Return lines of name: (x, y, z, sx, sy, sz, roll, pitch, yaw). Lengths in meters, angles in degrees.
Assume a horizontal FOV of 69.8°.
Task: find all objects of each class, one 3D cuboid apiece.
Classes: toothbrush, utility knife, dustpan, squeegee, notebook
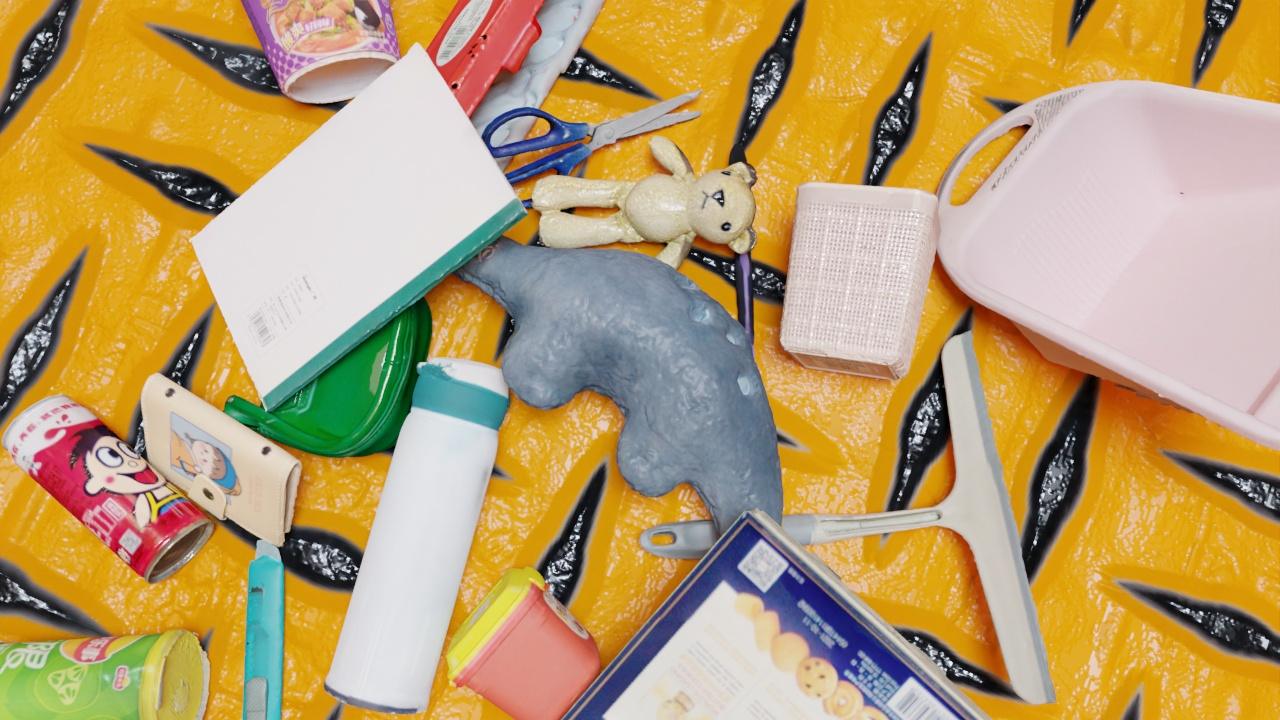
toothbrush: (0.074, -0.063, 0.661, 0.014, 0.016, 0.189, -3, 84, 9)
utility knife: (-0.252, 0.200, 0.609, 0.029, 0.013, 0.161, -1, 82, -4)
dustpan: (0.326, -0.089, 0.578, 0.139, 0.274, 0.222, 45, 79, -21)
squeegee: (0.123, 0.113, 0.622, 0.246, 0.039, 0.246, -7, 69, 3)
notebook: (-0.187, -0.086, 0.584, 0.209, 0.012, 0.150, -36, 68, 9)

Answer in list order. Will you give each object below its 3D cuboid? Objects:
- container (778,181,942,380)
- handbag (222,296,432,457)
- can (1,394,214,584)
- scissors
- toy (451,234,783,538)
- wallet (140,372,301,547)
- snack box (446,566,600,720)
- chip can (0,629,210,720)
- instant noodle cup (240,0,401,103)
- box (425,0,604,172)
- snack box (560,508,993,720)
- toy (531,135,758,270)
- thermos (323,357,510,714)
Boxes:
container: (0.145, -0.050, 0.614, 0.090, 0.090, 0.111, 9, 83, 21)
handbag: (-0.207, -0.003, 0.612, 0.120, 0.068, 0.131, 10, 82, 5)
can: (-0.349, 0.083, 0.602, 0.133, 0.053, 0.053, 40, 82, 4)
scissors: (-0.032, -0.152, 0.659, 0.173, 0.129, 0.012, 2, 36, -33)
toy: (-0.004, 0.004, 0.601, 0.356, 0.091, 0.137, 44, 83, 8)
wallet: (-0.276, 0.068, 0.602, 0.115, 0.024, 0.087, 28, 124, 7)
snack box: (-0.073, 0.184, 0.581, 0.080, 0.091, 0.082, 42, 83, -3)
chip can: (-0.395, 0.211, 0.573, 0.221, 0.072, 0.072, -3, 82, -2)
instant noodle cup: (-0.219, -0.239, 0.632, 0.111, 0.111, 0.099, -19, 90, -5)
box: (-0.097, -0.216, 0.661, 0.094, 0.091, 0.201, 21, 79, 45)
snack box: (0.072, 0.210, 0.518, 0.178, 0.045, 0.182, 42, 96, 15)
toy: (0.003, -0.106, 0.636, 0.157, 0.066, 0.105, -1, 88, 4)
thermos: (-0.139, 0.107, 0.600, 0.073, 0.073, 0.224, 15, 82, 0)
